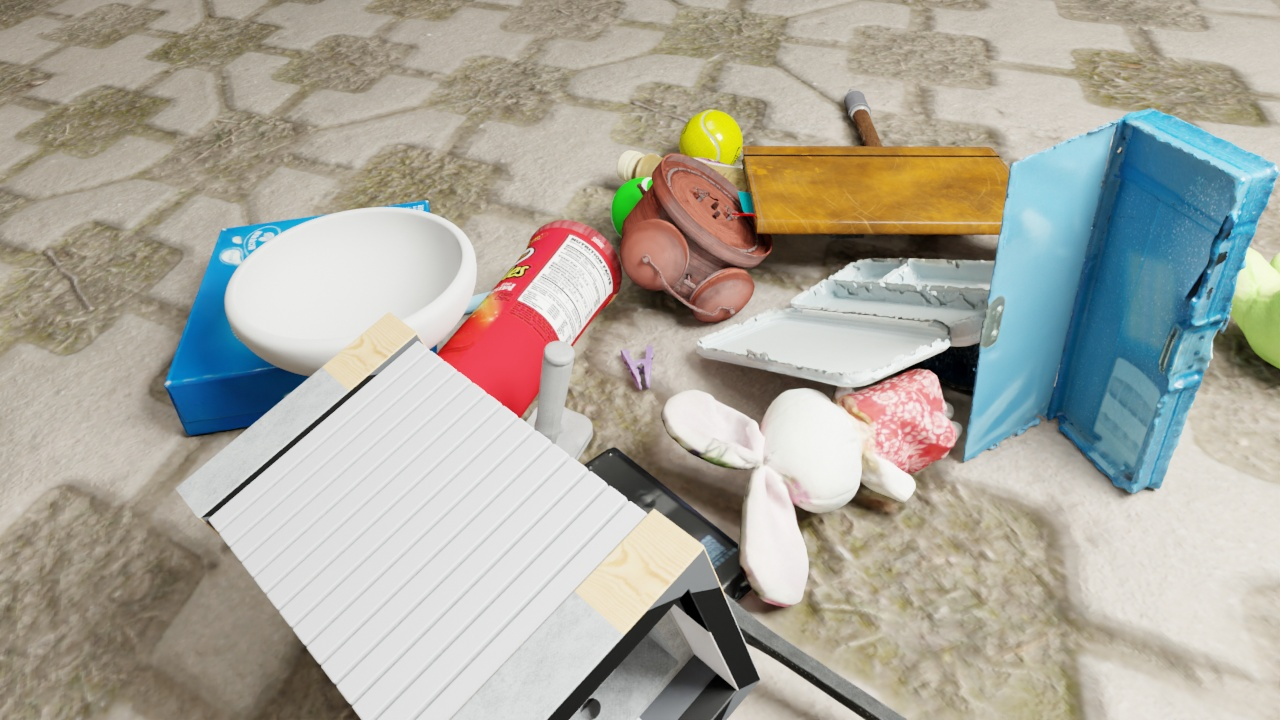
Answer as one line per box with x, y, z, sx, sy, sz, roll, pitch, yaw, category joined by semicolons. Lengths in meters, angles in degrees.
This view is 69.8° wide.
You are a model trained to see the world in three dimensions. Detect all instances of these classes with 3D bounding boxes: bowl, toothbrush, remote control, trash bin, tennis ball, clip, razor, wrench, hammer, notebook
0.264;-0.027;0.698;0.110;0.055;0.110;-4;39;3;bowl
-0.100;-0.064;0.820;0.155;0.016;0.022;-17;78;-14;toothbrush
0.013;0.103;0.594;0.047;0.022;0.150;-32;46;-28;remote control
-0.089;0.115;0.472;0.142;0.142;0.247;-44;51;-19;trash bin
0.074;-0.228;0.959;0.065;0.065;0.065;-4;39;3;tennis ball
0.004;0.003;0.728;0.043;0.014;0.051;-23;39;-24;clip
-0.061;0.033;0.616;0.047;0.116;0.088;23;45;9;razor
0.098;0.167;0.473;0.273;0.073;0.018;29;67;25;wrench
0.004;-0.138;0.858;0.065;0.065;0.065;-4;39;3;tennis ball
-0.206;-0.041;0.676;0.176;0.066;0.176;-2;40;2;bowl
0.243;-0.225;0.960;0.156;0.043;0.321;-2;37;4;hammer
0.202;-0.155;0.803;0.249;0.014;0.178;0;34;1;notebook

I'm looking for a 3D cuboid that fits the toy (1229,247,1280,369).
0.523;-0.039;0.652;0.197;0.107;0.150;2;16;-4;toy

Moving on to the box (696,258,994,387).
0.162;-0.029;0.668;0.191;0.045;0.210;-26;17;-23;box

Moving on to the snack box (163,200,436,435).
-0.276;-0.047;0.788;0.195;0.056;0.238;-9;40;-5;snack box

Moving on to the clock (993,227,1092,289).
0.352;-0.079;0.752;0.125;0.052;0.088;23;46;31;clock

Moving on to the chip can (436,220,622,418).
-0.094;-0.018;0.708;0.087;0.087;0.212;12;43;20;chip can

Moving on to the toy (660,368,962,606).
0.123;0.057;0.594;0.194;0.084;0.159;-17;55;-20;toy

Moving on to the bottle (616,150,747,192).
0.048;-0.171;0.899;0.166;0.060;0.059;25;48;33;bottle

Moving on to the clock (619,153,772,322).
0.043;-0.097;0.763;0.120;0.072;0.157;29;35;-22;clock

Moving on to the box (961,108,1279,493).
0.264;-0.016;0.544;0.111;0.232;0.094;-17;41;-12;box
